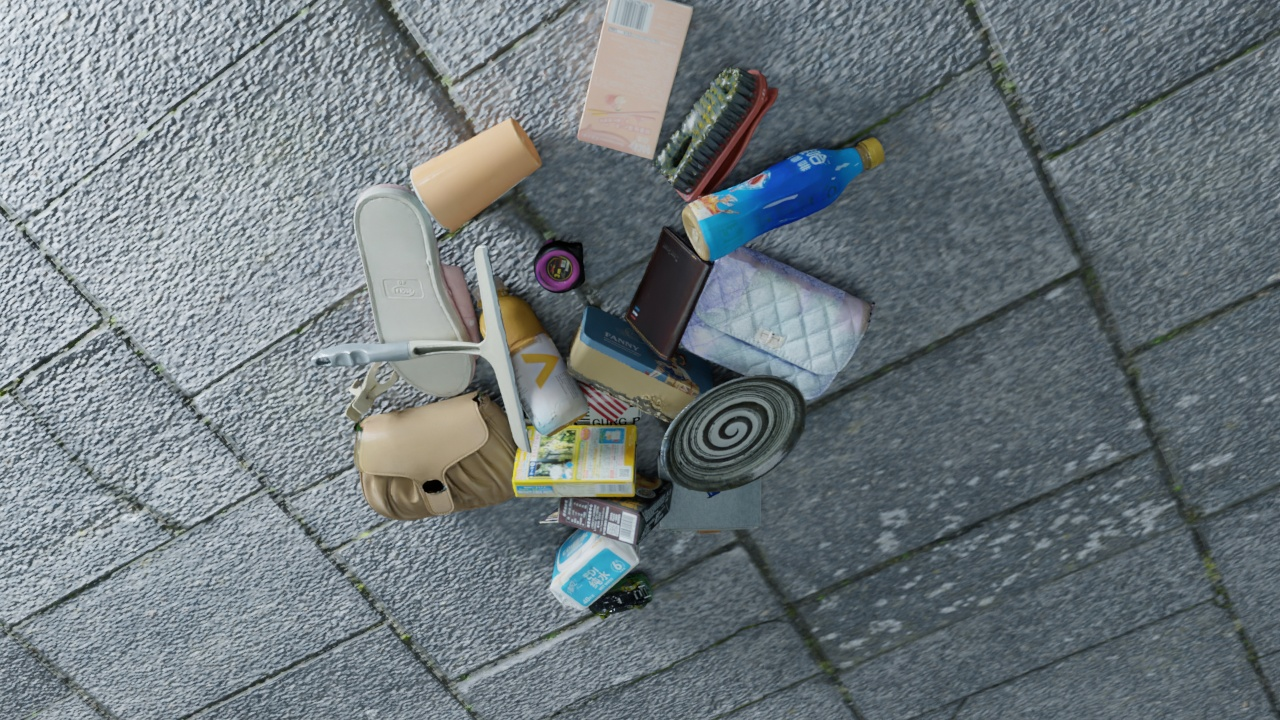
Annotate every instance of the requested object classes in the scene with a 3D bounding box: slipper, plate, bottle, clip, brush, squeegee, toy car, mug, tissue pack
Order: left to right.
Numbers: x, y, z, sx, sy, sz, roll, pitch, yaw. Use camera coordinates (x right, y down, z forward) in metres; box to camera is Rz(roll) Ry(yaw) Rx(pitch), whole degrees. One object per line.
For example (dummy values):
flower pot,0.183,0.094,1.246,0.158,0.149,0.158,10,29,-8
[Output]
clip,-0.313,0.029,1.079,0.035,0.103,0.092,43,86,-15
squeegee,-0.254,-0.009,1.032,0.247,0.039,0.247,-2,115,15
slipper,-0.252,-0.076,1.041,0.114,0.054,0.275,-4,125,9
mug,-0.170,-0.199,0.972,0.123,0.078,0.078,-29,111,10
bottle,-0.130,-0.006,1.043,0.068,0.068,0.189,-31,88,16
tissue pack,-0.056,0.244,1.169,0.063,0.089,0.140,40,111,-16
toy car,-0.028,0.314,1.231,0.091,0.036,0.043,-19,114,10
brush,0.082,-0.235,0.953,0.069,0.063,0.146,18,118,-41
plate,0.105,0.082,1.052,0.179,0.024,0.180,-13,132,-15
bottle,0.152,-0.174,0.956,0.218,0.065,0.065,-25,113,-5

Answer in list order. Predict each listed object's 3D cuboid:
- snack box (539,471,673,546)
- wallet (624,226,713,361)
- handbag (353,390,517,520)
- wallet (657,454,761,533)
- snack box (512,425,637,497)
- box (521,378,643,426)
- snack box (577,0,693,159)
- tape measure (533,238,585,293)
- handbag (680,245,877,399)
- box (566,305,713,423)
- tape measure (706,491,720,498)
snack box,-0.039,0.171,1.106,0.126,0.113,0.053,15,107,18
wallet,0.030,-0.075,1.017,0.020,0.096,0.122,3,122,-38
handbag,-0.245,0.122,1.111,0.205,0.099,0.148,-13,120,9
wallet,0.087,0.168,1.157,0.130,0.037,0.107,-1,105,2
snack box,-0.074,0.117,1.071,0.140,0.086,0.034,0,134,1
box,-0.076,0.053,1.098,0.164,0.057,0.071,-3,101,5
snack box,-0.007,-0.294,0.943,0.084,0.026,0.157,14,116,-5
tape measure,-0.091,-0.106,1.031,0.058,0.039,0.057,-6,115,0
handbag,0.148,-0.043,1.031,0.194,0.075,0.134,22,115,-9
box,-0.006,0.006,1.053,0.184,0.089,0.060,27,116,-15
tape measure,0.092,0.131,1.116,0.054,0.025,0.058,-27,96,-5
